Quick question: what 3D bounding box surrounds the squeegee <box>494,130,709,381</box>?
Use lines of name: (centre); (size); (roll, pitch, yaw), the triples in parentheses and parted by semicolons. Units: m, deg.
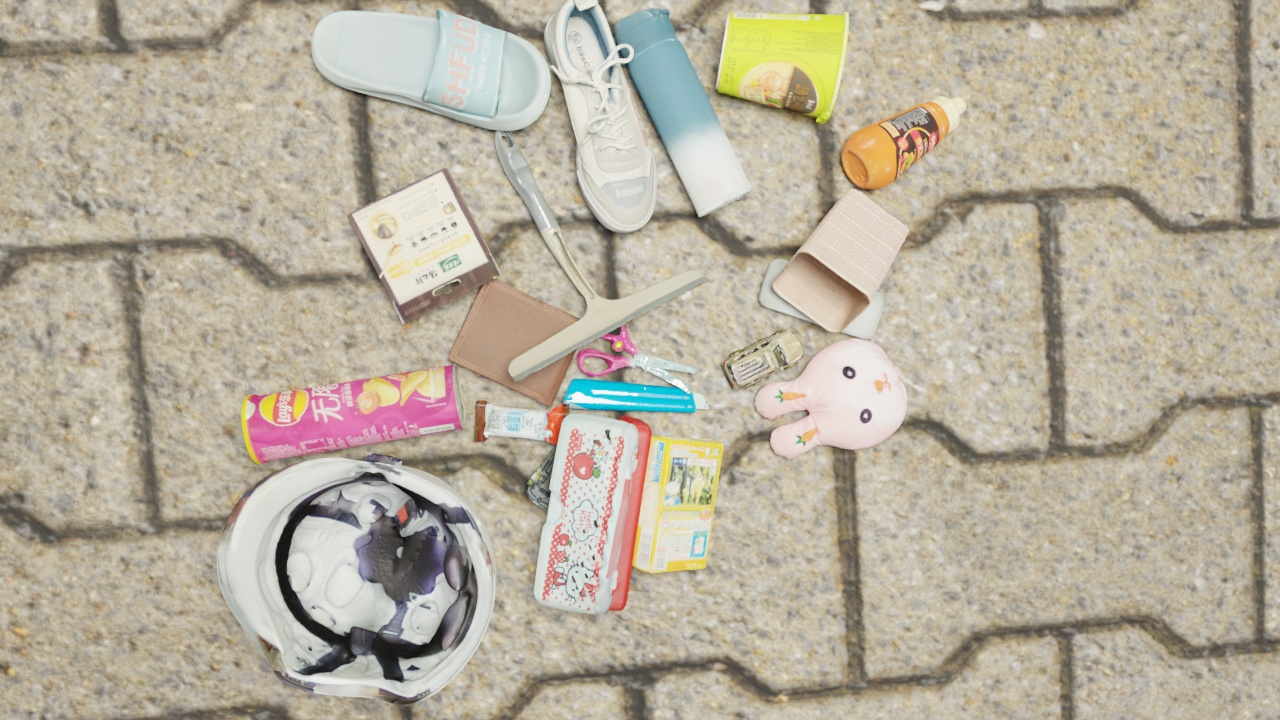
squeegee: (-0.091, -0.134, 0.965); (0.246, 0.039, 0.246); (-29, 87, -24)

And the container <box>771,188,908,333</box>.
container: (0.212, -0.107, 0.957); (0.090, 0.090, 0.110); (37, 64, 2)

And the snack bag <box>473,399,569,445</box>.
snack bag: (-0.125, 0.066, 0.969); (0.104, 0.026, 0.048); (0, 86, 14)

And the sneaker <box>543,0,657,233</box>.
sneaker: (-0.032, -0.253, 0.935); (0.089, 0.091, 0.242); (-18, 92, -18)

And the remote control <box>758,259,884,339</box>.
remote control: (0.198, -0.067, 1.007); (0.136, 0.020, 0.056); (17, 90, -6)

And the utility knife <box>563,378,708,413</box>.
utility knife: (-0.004, 0.041, 0.992); (0.159, 0.018, 0.034); (4, 78, -7)

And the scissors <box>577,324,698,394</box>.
scissors: (-0.005, 0.008, 0.986); (0.137, 0.017, 0.083); (33, 81, -2)

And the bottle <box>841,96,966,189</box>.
bottle: (0.291, -0.243, 0.993); (0.149, 0.067, 0.067); (-32, 95, -11)

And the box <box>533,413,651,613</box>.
box: (-0.053, 0.154, 0.950); (0.101, 0.095, 0.201); (8, 93, -11)

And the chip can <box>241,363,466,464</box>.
chip can: (-0.288, 0.053, 0.938); (0.210, 0.071, 0.071); (-9, 93, -6)

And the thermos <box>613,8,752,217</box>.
thermos: (0.042, -0.261, 0.964); (0.070, 0.070, 0.220); (-27, 94, -4)

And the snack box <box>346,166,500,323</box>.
snack box: (-0.221, -0.118, 0.946); (0.113, 0.053, 0.125); (-27, 95, -4)

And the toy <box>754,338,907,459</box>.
toy: (0.209, 0.047, 0.999); (0.159, 0.054, 0.121); (-24, 95, 3)

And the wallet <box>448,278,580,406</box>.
wallet: (-0.130, -0.020, 0.972); (0.124, 0.032, 0.101); (25, 93, -6)

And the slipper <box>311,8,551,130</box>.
slipper: (-0.210, -0.306, 0.924); (0.245, 0.074, 0.104); (10, 79, -4)

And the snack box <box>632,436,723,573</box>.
snack box: (0.041, 0.152, 0.971); (0.086, 0.034, 0.140); (7, 94, -44)

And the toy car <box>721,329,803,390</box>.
toy car: (0.135, -0.001, 0.997); (0.090, 0.035, 0.042); (-26, 96, -7)

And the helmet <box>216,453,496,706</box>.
helmet: (-0.263, 0.202, 0.909); (0.258, 0.146, 0.229); (16, 89, 2)

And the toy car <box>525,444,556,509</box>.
toy car: (-0.086, 0.116, 0.978); (0.043, 0.034, 0.090); (33, 74, -2)

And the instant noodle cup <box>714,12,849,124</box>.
instant noodle cup: (0.143, -0.312, 0.956); (0.123, 0.111, 0.111); (9, 91, 2)
